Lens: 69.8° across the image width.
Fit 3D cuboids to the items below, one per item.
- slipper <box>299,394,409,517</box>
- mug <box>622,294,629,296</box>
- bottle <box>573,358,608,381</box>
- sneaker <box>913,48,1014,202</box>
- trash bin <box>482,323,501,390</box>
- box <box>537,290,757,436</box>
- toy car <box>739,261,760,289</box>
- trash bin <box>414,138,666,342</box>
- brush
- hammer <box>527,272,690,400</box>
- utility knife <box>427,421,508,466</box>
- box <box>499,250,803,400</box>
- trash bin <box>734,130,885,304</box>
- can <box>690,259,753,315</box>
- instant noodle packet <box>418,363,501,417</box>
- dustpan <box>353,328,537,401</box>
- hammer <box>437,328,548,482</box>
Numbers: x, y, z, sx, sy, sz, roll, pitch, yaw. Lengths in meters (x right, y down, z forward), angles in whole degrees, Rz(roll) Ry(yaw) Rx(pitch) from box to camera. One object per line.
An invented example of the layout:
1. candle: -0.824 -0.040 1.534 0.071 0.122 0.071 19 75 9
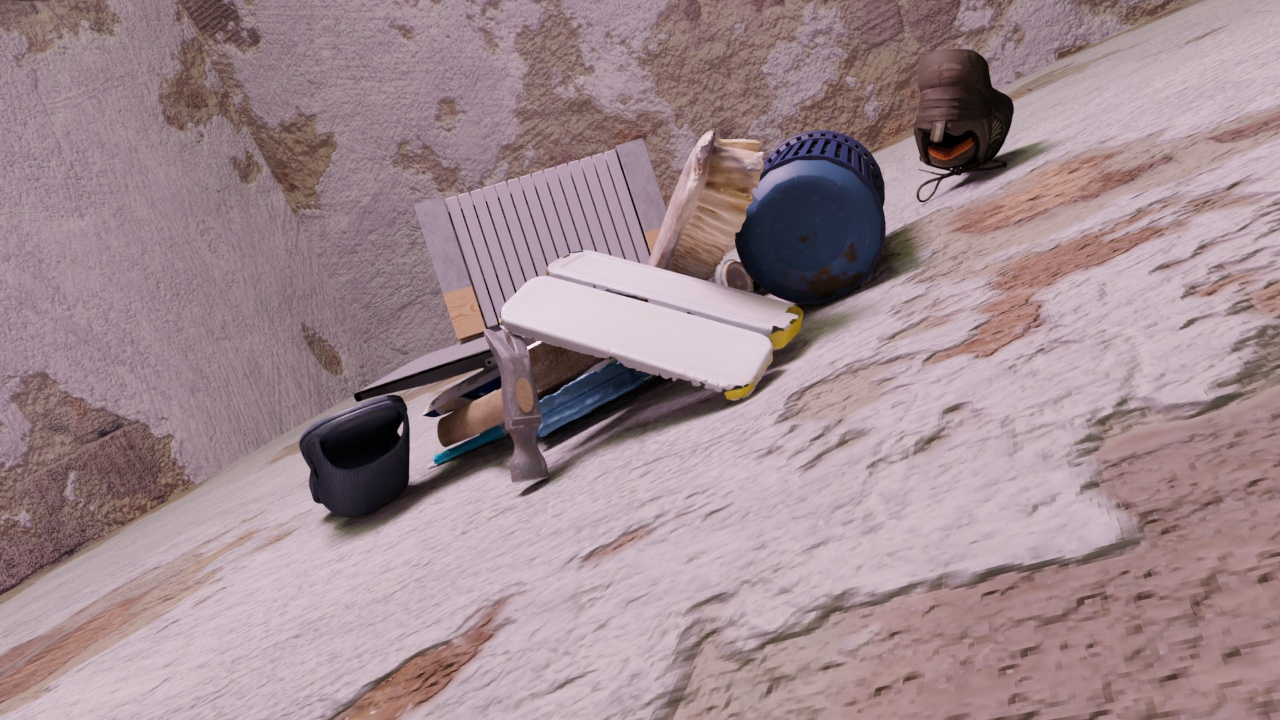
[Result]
1. slipper: -0.269 0.110 0.896 0.101 0.082 0.264 -26 -12 -28
2. mug: -0.018 -0.106 1.147 0.114 0.107 0.083 2 5 19
3. bottle: -0.100 0.013 1.034 0.147 0.051 0.051 -19 11 40
4. sneaker: 0.387 -0.254 1.093 0.101 0.143 0.237 4 -9 31
5. trash bin: -0.127 -0.066 1.247 0.227 0.164 0.164 -31 9 -8
6. box: -0.005 0.005 0.864 0.231 0.033 0.174 -28 2 -9
7. toy car: 0.114 -0.099 1.101 0.048 0.040 0.112 -27 9 3
8. trash bin: -0.099 -0.124 1.010 0.246 0.142 0.142 -18 0 -8
9. brush: 0.045 -0.107 0.801 0.272 0.056 0.083 116 170 -69
10. hammer: -0.077 0.008 0.869 0.157 0.037 0.302 -28 -2 -26
11. utility knife: -0.176 0.086 0.945 0.117 0.015 0.022 -25 10 23
12. box: 0.008 -0.033 0.692 0.210 0.034 0.129 18 38 23
13. trash bin: 0.167 -0.142 0.883 0.139 0.139 0.249 -23 11 19
14. can: 0.062 -0.072 1.042 0.136 0.054 0.054 -17 13 45
15. instant noodle packet: -0.166 0.023 0.977 0.087 0.026 0.134 -25 5 32
16. dustpan: -0.159 -0.006 0.927 0.163 0.033 0.257 -18 9 11
17. hammer: -0.140 0.050 0.804 0.030 0.119 0.332 -6 -7 -21
